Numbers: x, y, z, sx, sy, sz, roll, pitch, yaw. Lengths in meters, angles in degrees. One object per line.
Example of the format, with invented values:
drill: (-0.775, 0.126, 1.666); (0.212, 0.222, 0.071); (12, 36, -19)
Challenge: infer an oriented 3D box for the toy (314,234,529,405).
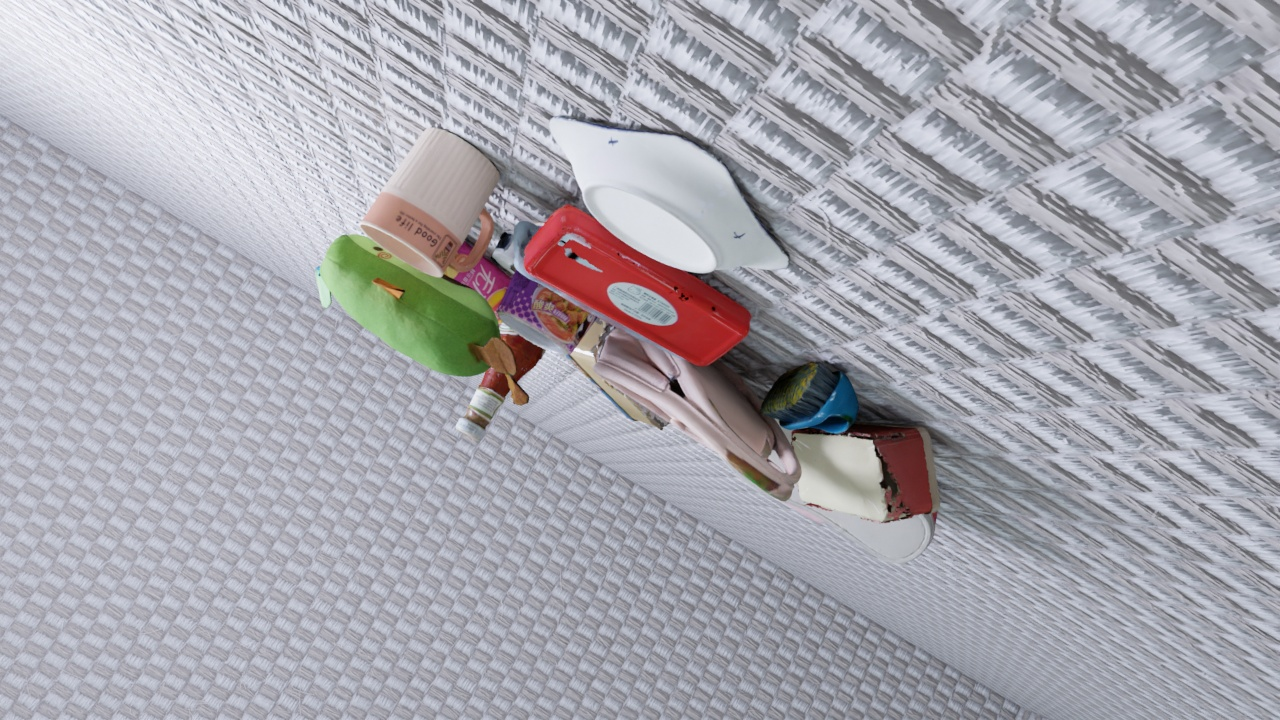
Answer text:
toy: (-0.208, -0.045, 0.883); (0.247, 0.090, 0.227); (31, 171, 5)

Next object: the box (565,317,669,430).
box: (-0.006, 0.006, 1.037); (0.061, 0.089, 0.184); (19, 158, 39)

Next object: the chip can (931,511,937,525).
chip can: (0.250, 0.163, 1.143); (0.072, 0.072, 0.236); (38, 166, -37)

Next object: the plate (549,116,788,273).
plate: (0.014, -0.106, 0.658); (0.164, 0.034, 0.164); (20, 166, 39)

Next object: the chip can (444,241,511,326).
chip can: (-0.220, -0.108, 1.127); (0.210, 0.071, 0.071); (39, 165, -37)

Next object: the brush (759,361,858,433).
brush: (0.165, 0.041, 0.865); (0.073, 0.055, 0.144); (31, 168, -3)

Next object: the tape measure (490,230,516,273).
tape measure: (-0.125, -0.110, 0.983); (0.065, 0.033, 0.066); (30, 169, -10)

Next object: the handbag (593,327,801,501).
handbag: (0.074, 0.057, 0.908); (0.193, 0.093, 0.234); (35, -174, -37)

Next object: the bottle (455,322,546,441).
bottle: (-0.150, -0.002, 1.072); (0.060, 0.205, 0.060); (27, 169, 6)

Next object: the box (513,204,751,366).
box: (-0.009, -0.074, 0.810); (0.201, 0.098, 0.119); (27, 135, -23)

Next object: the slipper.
slipper: (0.206, 0.131, 1.044); (0.274, 0.114, 0.054); (31, -156, 14)

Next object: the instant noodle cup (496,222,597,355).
instant noodle cup: (-0.082, -0.065, 0.909); (0.111, 0.099, 0.112); (27, 168, 6)

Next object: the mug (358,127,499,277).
mug: (-0.176, -0.133, 0.824); (0.082, 0.105, 0.114); (20, 165, 42)

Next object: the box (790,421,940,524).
box: (0.210, 0.110, 0.908); (0.076, 0.091, 0.168); (-9, -179, -19)
